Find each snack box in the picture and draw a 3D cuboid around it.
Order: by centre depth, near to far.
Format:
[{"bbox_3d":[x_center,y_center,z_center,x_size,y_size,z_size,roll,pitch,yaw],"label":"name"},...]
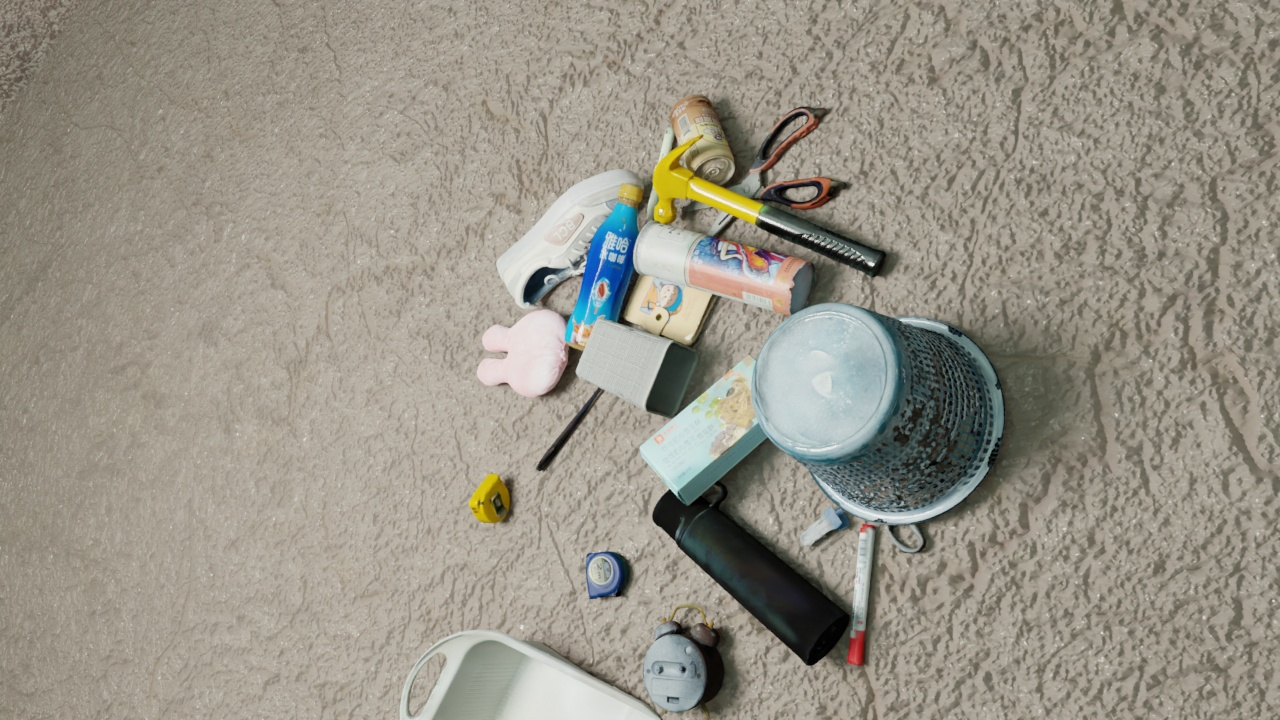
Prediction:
[{"bbox_3d":[0.089,0.079,1.046,0.174,0.052,0.074,-40,58,-6],"label":"snack box"}]

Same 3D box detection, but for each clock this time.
[{"bbox_3d":[0.050,0.339,1.037,0.082,0.055,0.121,-6,74,32],"label":"clock"}]

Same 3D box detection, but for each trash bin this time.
[{"bbox_3d":[0.218,0.039,0.909,0.227,0.195,0.226,-13,68,35],"label":"trash bin"}]

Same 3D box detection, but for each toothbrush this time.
[{"bbox_3d":[-0.085,0.075,1.212,0.181,0.015,0.018,-54,51,9],"label":"toothbrush"},{"bbox_3d":[0.018,-0.219,1.216,0.029,0.020,0.189,11,84,41],"label":"toothbrush"}]

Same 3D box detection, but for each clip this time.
[{"bbox_3d":[0.198,0.183,1.003,0.058,0.043,0.026,-41,63,26],"label":"clip"}]

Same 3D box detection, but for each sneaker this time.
[{"bbox_3d":[-0.088,-0.156,1.227,0.243,0.089,0.090,-36,63,21],"label":"sneaker"}]

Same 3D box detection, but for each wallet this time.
[{"bbox_3d":[0.036,-0.070,1.168,0.115,0.024,0.087,26,87,33],"label":"wallet"}]

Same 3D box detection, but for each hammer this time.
[{"bbox_3d":[0.144,-0.170,1.079,0.301,0.129,0.032,27,50,21],"label":"hammer"}]

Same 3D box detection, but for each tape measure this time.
[{"bbox_3d":[-0.042,0.263,1.131,0.055,0.025,0.058,-15,74,27],"label":"tape measure"},{"bbox_3d":[-0.198,0.189,1.229,0.029,0.057,0.059,-2,37,34],"label":"tape measure"}]

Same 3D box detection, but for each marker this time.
[{"bbox_3d":[0.233,0.246,0.967,0.017,0.017,0.145,2,79,33],"label":"marker"}]

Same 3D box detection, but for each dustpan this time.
[{"bbox_3d":[-0.153,0.445,1.089,0.258,0.142,0.223,29,95,35],"label":"dustpan"}]

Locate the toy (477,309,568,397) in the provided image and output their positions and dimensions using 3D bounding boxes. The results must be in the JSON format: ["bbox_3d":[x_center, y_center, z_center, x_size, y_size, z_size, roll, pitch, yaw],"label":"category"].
[{"bbox_3d":[-0.160,-0.010,1.258,0.160,0.054,0.121,1,78,38],"label":"toy"}]

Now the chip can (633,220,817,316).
[{"bbox_3d":[0.099,-0.110,1.098,0.215,0.071,0.071,19,89,29],"label":"chip can"}]

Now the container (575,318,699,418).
[{"bbox_3d":[-0.007,0.007,1.128,0.114,0.090,0.090,22,90,30],"label":"container"}]

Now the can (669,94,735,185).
[{"bbox_3d":[0.078,-0.278,1.161,0.059,0.058,0.116,-31,56,23],"label":"can"}]

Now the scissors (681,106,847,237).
[{"bbox_3d":[0.153,-0.223,1.135,0.227,0.015,0.189,9,83,33],"label":"scissors"}]

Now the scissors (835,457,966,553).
[{"bbox_3d":[0.265,0.123,0.980,0.160,0.014,0.180,-24,65,26],"label":"scissors"}]

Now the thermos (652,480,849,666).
[{"bbox_3d":[0.120,0.219,1.012,0.242,0.068,0.090,38,105,33],"label":"thermos"}]

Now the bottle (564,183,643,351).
[{"bbox_3d":[-0.041,-0.118,1.181,0.065,0.065,0.219,22,101,34],"label":"bottle"}]
